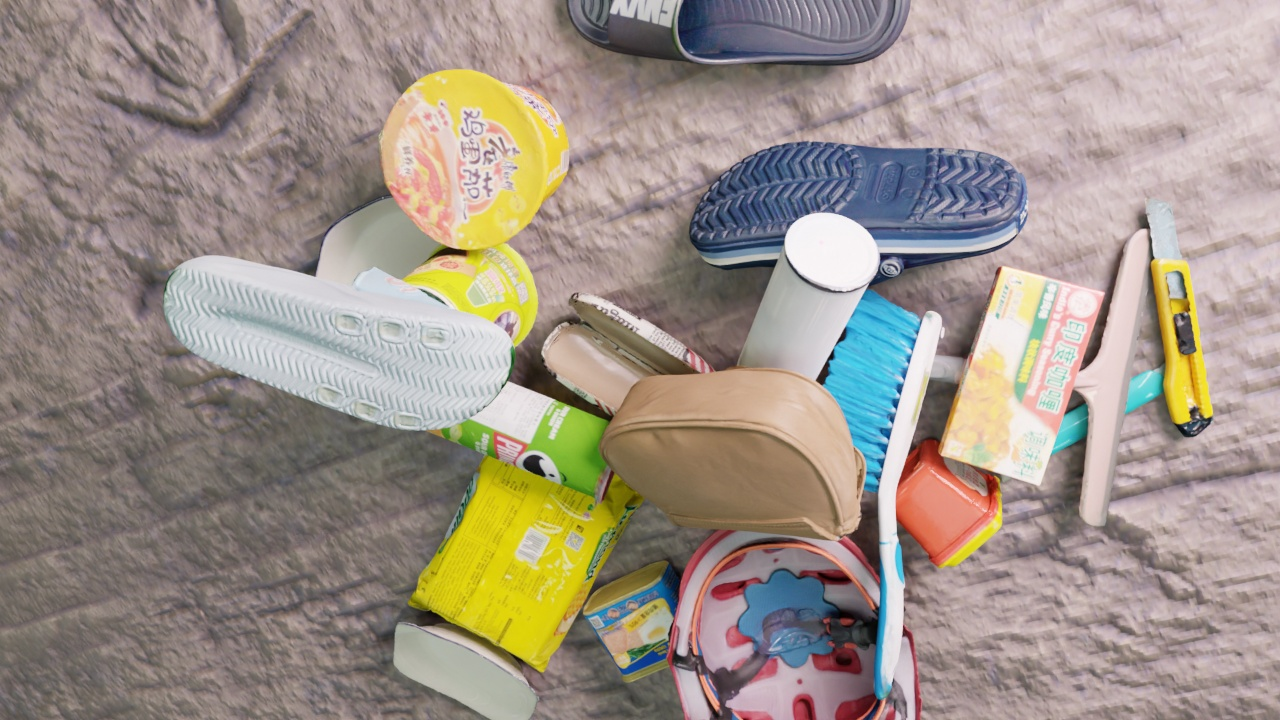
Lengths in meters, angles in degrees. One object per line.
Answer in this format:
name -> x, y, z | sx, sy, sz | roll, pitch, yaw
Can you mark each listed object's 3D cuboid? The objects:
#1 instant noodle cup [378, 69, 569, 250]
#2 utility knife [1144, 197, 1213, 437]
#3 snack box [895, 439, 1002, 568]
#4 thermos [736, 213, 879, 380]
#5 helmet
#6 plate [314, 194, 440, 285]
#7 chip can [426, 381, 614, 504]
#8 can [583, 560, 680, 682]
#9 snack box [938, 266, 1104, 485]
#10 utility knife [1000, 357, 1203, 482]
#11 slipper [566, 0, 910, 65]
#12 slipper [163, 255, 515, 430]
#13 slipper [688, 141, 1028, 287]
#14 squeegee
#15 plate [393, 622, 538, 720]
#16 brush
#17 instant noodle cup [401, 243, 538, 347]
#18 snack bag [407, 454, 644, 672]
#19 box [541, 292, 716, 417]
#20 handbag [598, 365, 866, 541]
instant noodle cup -> -0.126, -0.171, 0.759 | 0.138, 0.109, 0.138 | 4, 110, 12
utility knife -> 0.418, -0.031, 0.717 | 0.033, 0.015, 0.202 | -17, 104, 5
snack box -> 0.255, 0.116, 0.777 | 0.080, 0.091, 0.082 | 43, 113, 5
thermos -> 0.117, -0.019, 0.720 | 0.073, 0.073, 0.225 | 22, 148, 6
helmet -> 0.133, 0.246, 0.826 | 0.207, 0.144, 0.240 | -11, 87, 9
plate -> -0.204, -0.055, 0.854 | 0.205, 0.045, 0.205 | 5, 110, 13
chip can -> -0.129, 0.049, 0.810 | 0.236, 0.072, 0.072 | 21, 112, 4
can -> 0.006, 0.255, 0.904 | 0.102, 0.057, 0.083 | -29, 97, 21
snack box -> 0.293, 0.011, 0.713 | 0.077, 0.027, 0.156 | 17, 96, 11
utility knife -> 0.377, 0.046, 0.762 | 0.183, 0.013, 0.029 | -35, 100, 19
slipper -> 0.060, -0.273, 0.679 | 0.268, 0.083, 0.111 | 11, 116, 18
slipper -> -0.214, -0.020, 0.668 | 0.245, 0.074, 0.104 | 16, 121, -8
slipper -> 0.167, -0.109, 0.721 | 0.253, 0.104, 0.095 | 0, 141, 23
squeegee -> 0.272, 0.009, 0.755 | 0.250, 0.040, 0.248 | 6, 104, 16
plate -> -0.179, 0.320, 0.958 | 0.163, 0.034, 0.165 | 26, 142, 3
brush -> 0.184, 0.104, 0.734 | 0.109, 0.060, 0.314 | 16, 95, 23
instant noodle cup -> -0.157, -0.039, 0.756 | 0.112, 0.123, 0.112 | 4, 109, 12
snack bag -> -0.108, 0.173, 0.883 | 0.158, 0.068, 0.247 | 29, 104, 3
box -> -0.004, 0.004, 0.807 | 0.162, 0.075, 0.087 | 33, 143, 3
handbag -> 0.074, 0.070, 0.718 | 0.205, 0.099, 0.148 | -3, 131, 43
